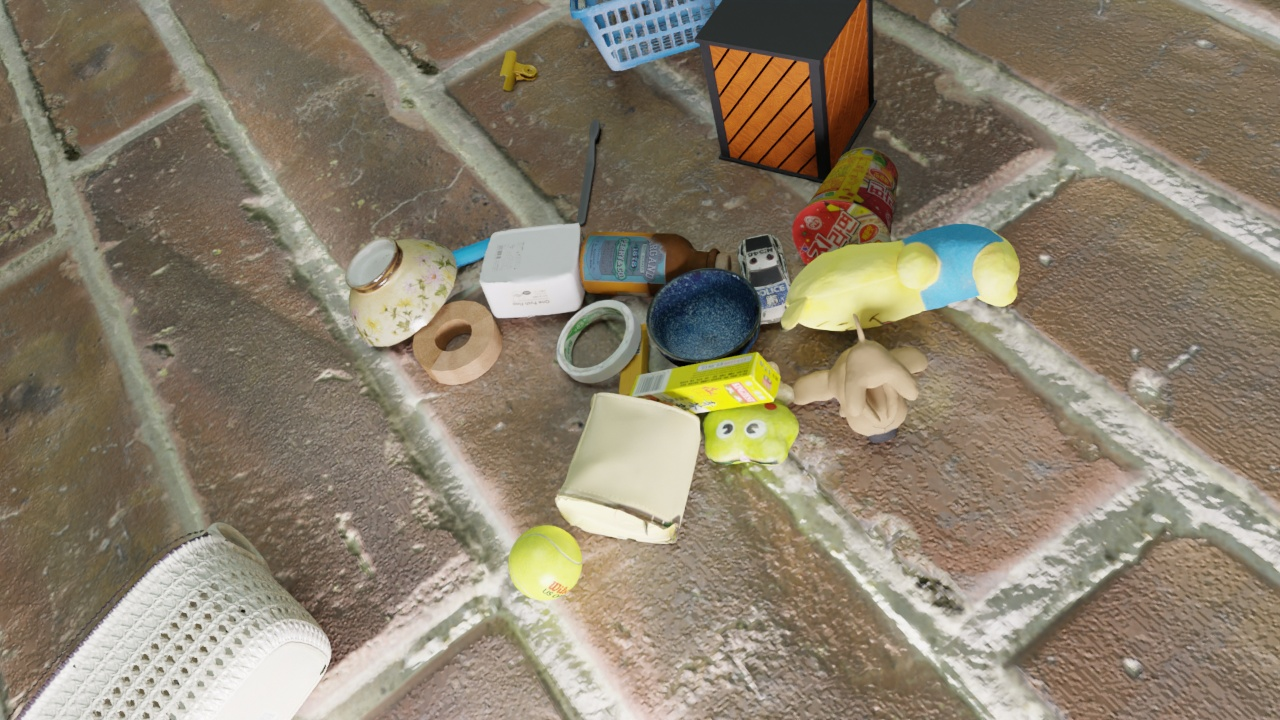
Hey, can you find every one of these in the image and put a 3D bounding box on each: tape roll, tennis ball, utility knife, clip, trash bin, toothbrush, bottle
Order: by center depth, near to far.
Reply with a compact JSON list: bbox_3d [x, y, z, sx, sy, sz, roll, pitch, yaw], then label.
[{"bbox_3d":[-0.084,0.179,0.814,0.065,0.065,0.065,-7,55,10],"label":"tennis ball"},{"bbox_3d":[-0.044,-0.020,0.952,0.094,0.018,0.093,-18,50,23],"label":"tape roll"},{"bbox_3d":[0.019,-0.101,0.974,0.157,0.068,0.067,4,58,18],"label":"bottle"},{"bbox_3d":[-0.200,-0.020,1.004,0.094,0.027,0.093,-7,55,11],"label":"tape roll"},{"bbox_3d":[0.167,-0.319,1.015,0.140,0.172,0.139,20,64,26],"label":"trash bin"},{"bbox_3d":[-0.217,-0.117,1.079,0.175,0.015,0.031,-18,57,10],"label":"utility knife"},{"bbox_3d":[-0.063,-0.230,1.118,0.013,0.013,0.167,-2,58,14],"label":"toothbrush"},{"bbox_3d":[-0.168,-0.393,1.252,0.048,0.046,0.054,-28,43,40],"label":"clip"}]

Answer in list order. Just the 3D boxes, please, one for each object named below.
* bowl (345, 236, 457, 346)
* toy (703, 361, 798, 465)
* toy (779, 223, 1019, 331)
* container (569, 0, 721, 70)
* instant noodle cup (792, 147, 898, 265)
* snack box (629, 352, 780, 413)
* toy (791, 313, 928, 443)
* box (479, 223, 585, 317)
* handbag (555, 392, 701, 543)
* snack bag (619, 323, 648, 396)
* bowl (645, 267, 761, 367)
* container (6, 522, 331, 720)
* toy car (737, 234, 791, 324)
[{"bbox_3d":[-0.284,-0.092,1.032,0.145,0.063,0.145,-18,49,23],"label":"bowl"},{"bbox_3d":[0.105,0.047,0.865,0.092,0.043,0.117,-3,52,26],"label":"toy"},{"bbox_3d":[0.239,-0.075,0.856,0.214,0.148,0.084,-9,84,18],"label":"toy"},{"bbox_3d":[0.096,-0.469,1.148,0.362,0.089,0.256,-15,31,5],"label":"container"},{"bbox_3d":[0.222,-0.161,0.947,0.100,0.100,0.112,13,53,23],"label":"instant noodle cup"},{"bbox_3d":[0.057,0.026,0.858,0.148,0.040,0.028,-12,45,41],"label":"snack box"},{"bbox_3d":[0.205,0.019,0.824,0.134,0.108,0.105,-16,75,4],"label":"toy"},{"bbox_3d":[-0.112,-0.087,1.022,0.107,0.095,0.102,-3,44,7],"label":"box"},{"bbox_3d":[-0.008,0.102,0.842,0.111,0.081,0.119,10,58,13],"label":"handbag"},{"bbox_3d":[-0.006,0.006,0.938,0.026,0.020,0.099,-9,55,16],"label":"snack bag"},{"bbox_3d":[0.068,-0.030,0.918,0.114,0.061,0.114,-8,55,12],"label":"bowl"},{"bbox_3d":[-0.384,0.278,0.769,0.143,0.185,0.251,30,70,17],"label":"container"},{"bbox_3d":[0.130,-0.087,0.951,0.048,0.040,0.112,-13,55,8],"label":"toy car"}]
